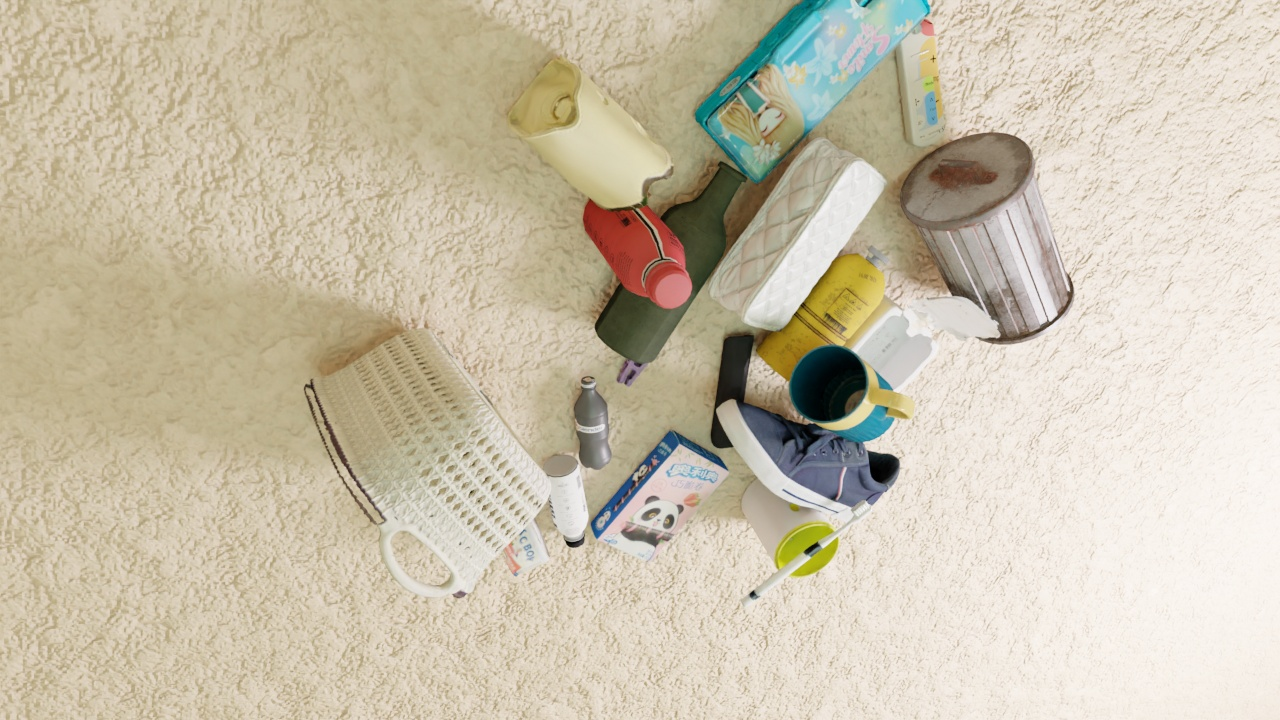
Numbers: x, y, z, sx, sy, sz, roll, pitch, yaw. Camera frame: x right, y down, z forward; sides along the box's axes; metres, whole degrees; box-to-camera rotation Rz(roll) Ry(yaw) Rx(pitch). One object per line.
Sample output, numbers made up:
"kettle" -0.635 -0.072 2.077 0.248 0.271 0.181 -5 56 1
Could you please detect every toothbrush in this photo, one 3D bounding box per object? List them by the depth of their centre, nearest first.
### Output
"toothbrush" 0.188 0.221 1.050 0.187 0.012 0.017 -39 112 5

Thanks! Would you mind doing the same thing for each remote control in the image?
"remote control" 0.278 -0.274 0.912 0.038 0.018 0.126 -23 123 -6
"remote control" 0.104 0.035 1.035 0.033 0.015 0.147 -5 121 -18

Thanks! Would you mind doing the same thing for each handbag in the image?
"handbag" -0.039 -0.189 0.789 0.119 0.111 0.081 38 93 -34
"handbag" 0.154 -0.124 0.911 0.195 0.072 0.138 -55 153 15

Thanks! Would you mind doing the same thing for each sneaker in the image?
"sneaker" 0.207 0.091 1.045 0.294 0.120 0.127 27 118 -40

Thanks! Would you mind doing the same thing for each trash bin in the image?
"trash bin" 0.366 -0.129 0.965 0.131 0.130 0.211 -37 127 4

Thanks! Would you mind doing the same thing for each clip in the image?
"clip" -0.008 0.005 0.978 0.033 0.013 0.051 25 111 -29

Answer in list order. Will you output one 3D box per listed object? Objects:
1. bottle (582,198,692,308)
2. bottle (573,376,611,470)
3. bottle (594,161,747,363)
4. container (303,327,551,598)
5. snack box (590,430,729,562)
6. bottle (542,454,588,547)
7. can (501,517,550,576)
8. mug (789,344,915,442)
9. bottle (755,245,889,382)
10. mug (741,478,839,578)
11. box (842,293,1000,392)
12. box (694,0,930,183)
"bottle" 0.000 -0.099 0.817 0.062 0.176 0.062 -9 122 -15
"bottle" -0.052 0.066 0.983 0.036 0.036 0.110 -12 123 -14
"bottle" 0.035 -0.097 0.896 0.071 0.071 0.207 23 110 -30
"container" -0.191 0.082 0.826 0.143 0.251 0.185 -38 127 -8
"snack box" 0.023 0.161 1.070 0.088 0.033 0.154 31 105 -33
"bottle" -0.081 0.161 1.027 0.041 0.041 0.116 -15 124 -12
"can" -0.134 0.187 0.996 0.043 0.086 0.086 -24 125 -6
"mug" 0.227 0.041 0.949 0.107 0.114 0.083 30 75 -53
"bottle" 0.203 -0.051 0.986 0.071 0.071 0.164 31 106 -32
"mug" 0.178 0.195 1.104 0.082 0.106 0.083 -9 122 -15
"box" 0.298 -0.033 1.020 0.111 0.101 0.190 32 126 -33
"box" 0.160 -0.276 0.853 0.227 0.039 0.094 -44 125 9
